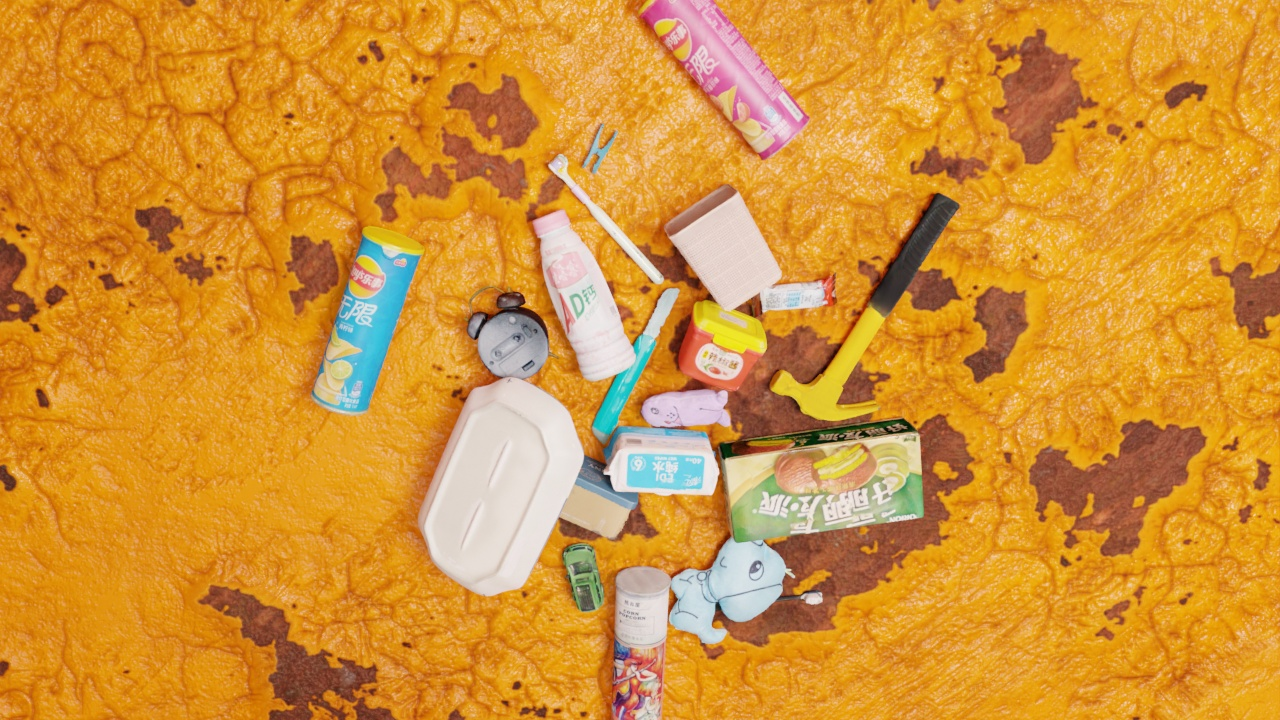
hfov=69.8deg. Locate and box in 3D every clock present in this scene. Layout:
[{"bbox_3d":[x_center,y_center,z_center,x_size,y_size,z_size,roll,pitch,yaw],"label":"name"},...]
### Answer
[{"bbox_3d":[-0.154,-0.032,1.074,0.082,0.055,0.122,-35,103,8],"label":"clock"}]

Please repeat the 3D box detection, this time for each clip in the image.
[{"bbox_3d":[-0.046,-0.239,1.041,0.042,0.014,0.056,25,104,-7],"label":"clip"}]

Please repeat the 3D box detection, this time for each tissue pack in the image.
[{"bbox_3d":[0.025,0.122,1.103,0.140,0.090,0.063,3,104,-3],"label":"tissue pack"}]

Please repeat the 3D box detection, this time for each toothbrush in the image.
[{"bbox_3d":[0.148,0.317,1.199,0.181,0.018,0.016,-5,109,2],"label":"toothbrush"},{"bbox_3d":[-0.037,-0.159,1.061,0.189,0.029,0.020,48,141,-14],"label":"toothbrush"}]

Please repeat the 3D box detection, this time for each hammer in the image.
[{"bbox_3d":[0.282,-0.059,1.089,0.128,0.032,0.301,28,103,-9],"label":"hammer"}]

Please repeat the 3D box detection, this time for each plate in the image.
[{"bbox_3d":[-0.170,0.149,1.048,0.162,0.034,0.266,31,106,14],"label":"plate"}]

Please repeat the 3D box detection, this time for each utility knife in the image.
[{"bbox_3d":[-0.007,0.006,1.110,0.029,0.013,0.216,26,106,-7],"label":"utility knife"}]

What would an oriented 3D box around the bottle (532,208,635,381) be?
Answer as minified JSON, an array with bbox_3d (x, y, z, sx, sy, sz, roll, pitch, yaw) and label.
[{"bbox_3d":[-0.069,-0.077,1.060,0.068,0.068,0.197,-20,101,4],"label":"bottle"}]

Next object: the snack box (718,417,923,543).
[{"bbox_3d":[0.221,0.146,1.128,0.240,0.063,0.114,-8,107,0],"label":"snack box"}]

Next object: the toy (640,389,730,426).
[{"bbox_3d":[0.054,0.060,1.106,0.108,0.038,0.084,-6,147,9],"label":"toy"}]

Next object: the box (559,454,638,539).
[{"bbox_3d":[-0.084,0.150,1.109,0.184,0.089,0.061,23,104,-8],"label":"box"}]

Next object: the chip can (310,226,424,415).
[{"bbox_3d":[-0.316,-0.044,1.058,0.071,0.071,0.210,21,104,-7],"label":"chip can"}]

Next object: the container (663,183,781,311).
[{"bbox_3d":[0.095,-0.125,1.039,0.090,0.090,0.111,-33,107,7],"label":"container"}]

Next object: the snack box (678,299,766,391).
[{"bbox_3d":[0.093,-0.016,1.076,0.091,0.081,0.080,20,118,-7],"label":"snack box"}]

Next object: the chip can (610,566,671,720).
[{"bbox_3d":[-0.001,0.378,1.184,0.071,0.071,0.215,2,106,-2],"label":"chip can"}]

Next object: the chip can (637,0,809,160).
[{"bbox_3d":[0.091,-0.318,0.993,0.071,0.071,0.210,-41,103,9],"label":"chip can"}]

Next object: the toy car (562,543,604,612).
[{"bbox_3d":[-0.072,0.278,1.174,0.043,0.036,0.091,-12,102,3],"label":"toy car"}]

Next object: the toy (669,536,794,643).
[{"bbox_3d":[0.116,0.288,1.171,0.156,0.049,0.161,2,101,0],"label":"toy"}]

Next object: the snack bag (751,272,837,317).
[{"bbox_3d":[0.182,-0.077,1.084,0.104,0.026,0.048,-8,125,2],"label":"snack bag"}]
